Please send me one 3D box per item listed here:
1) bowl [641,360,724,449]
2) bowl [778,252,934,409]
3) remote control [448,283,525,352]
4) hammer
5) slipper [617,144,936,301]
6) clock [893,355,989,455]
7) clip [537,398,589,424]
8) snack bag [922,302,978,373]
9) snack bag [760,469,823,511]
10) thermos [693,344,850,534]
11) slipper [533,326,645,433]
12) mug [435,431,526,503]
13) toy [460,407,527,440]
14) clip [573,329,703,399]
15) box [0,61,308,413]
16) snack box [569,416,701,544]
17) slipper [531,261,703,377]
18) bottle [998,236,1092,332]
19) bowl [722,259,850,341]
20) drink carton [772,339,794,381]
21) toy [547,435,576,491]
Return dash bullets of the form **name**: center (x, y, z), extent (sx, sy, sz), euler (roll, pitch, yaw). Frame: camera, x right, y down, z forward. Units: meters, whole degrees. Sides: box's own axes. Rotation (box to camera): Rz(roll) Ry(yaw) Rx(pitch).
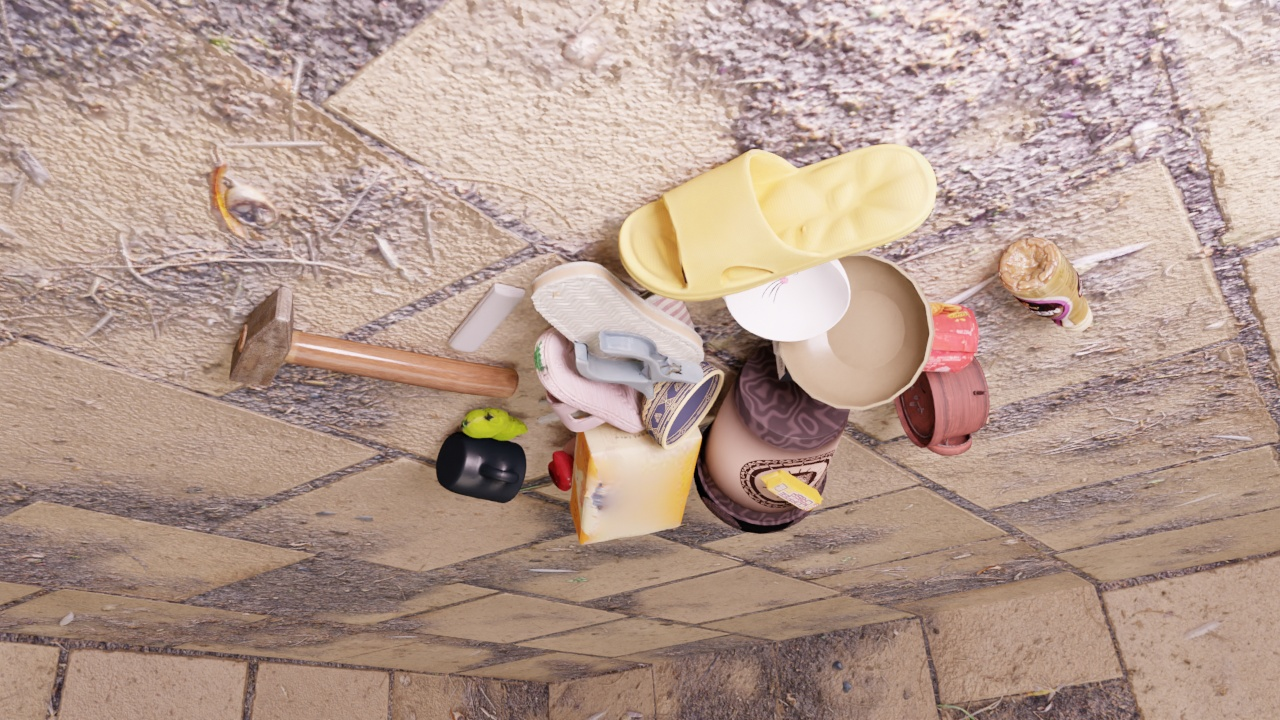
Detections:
- **bowl**: center (0.040, 0.042, 1.076), extent (0.061, 0.112, 0.112), euler (36, 162, 19)
- **bowl**: center (0.215, -0.029, 0.904), extent (0.153, 0.152, 0.050), euler (-21, 173, 30)
- **remote control**: center (-0.161, -0.042, 0.953), extent (0.033, 0.012, 0.131), euler (12, 149, -29)
- **hammer**: center (-0.271, 0.000, 0.995), extent (0.300, 0.037, 0.158), euler (12, 150, -30)
- **slipper**: center (0.106, -0.118, 0.742), extent (0.263, 0.099, 0.078), euler (-13, 162, 9)
- **clock**: center (0.356, 0.048, 1.098), extent (0.072, 0.120, 0.158), euler (-10, 146, -6)
- **clip**: center (-0.086, 0.044, 1.134), extent (0.102, 0.056, 0.056), euler (-13, -164, 15)
- **snack bag**: center (0.275, -0.025, 0.977), extent (0.176, 0.082, 0.082), euler (2, 153, -14)
- **snack bag**: center (0.174, 0.149, 1.048), extent (0.026, 0.020, 0.099), euler (-31, 135, 29)
- **thermos**: center (0.162, 0.093, 1.116), extent (0.172, 0.172, 0.227), euler (-1, 147, -7)
- **slipper**: center (-0.064, 0.030, 1.025), extent (0.064, 0.094, 0.239), euler (-19, 156, 19)
- **mug**: center (-0.205, 0.144, 1.221), extent (0.094, 0.085, 0.122), euler (19, 174, -39)
- **toy**: center (-0.189, 0.083, 1.178), extent (0.093, 0.036, 0.094), euler (8, 158, -34)
- **clip**: center (0.009, 0.001, 0.936), extent (0.112, 0.028, 0.163), euler (-18, 157, 28)
- **box**: center (-0.102, -0.197, 0.300), extent (0.198, 0.350, 0.217), euler (31, 160, 13)
- **snack box**: center (-0.010, 0.153, 1.179), extent (0.145, 0.080, 0.196), euler (-7, 137, -16)
- **slipper**: center (-0.016, -0.046, 0.925), extent (0.115, 0.052, 0.262), euler (-19, 154, 22)
- **bottle**: center (0.420, -0.069, 0.934), extent (0.060, 0.059, 0.166), euler (-23, 149, 33)
- **bowl**: center (0.139, -0.076, 0.867), extent (0.115, 0.050, 0.115), euler (5, 136, 5)
- **drink carton**: center (0.215, -0.008, 1.020), extent (0.130, 0.064, 0.040), euler (3, 151, -14)
- **toy**: center (-0.057, 0.146, 1.273), extent (0.131, 0.096, 0.124), euler (-22, 162, -19)
